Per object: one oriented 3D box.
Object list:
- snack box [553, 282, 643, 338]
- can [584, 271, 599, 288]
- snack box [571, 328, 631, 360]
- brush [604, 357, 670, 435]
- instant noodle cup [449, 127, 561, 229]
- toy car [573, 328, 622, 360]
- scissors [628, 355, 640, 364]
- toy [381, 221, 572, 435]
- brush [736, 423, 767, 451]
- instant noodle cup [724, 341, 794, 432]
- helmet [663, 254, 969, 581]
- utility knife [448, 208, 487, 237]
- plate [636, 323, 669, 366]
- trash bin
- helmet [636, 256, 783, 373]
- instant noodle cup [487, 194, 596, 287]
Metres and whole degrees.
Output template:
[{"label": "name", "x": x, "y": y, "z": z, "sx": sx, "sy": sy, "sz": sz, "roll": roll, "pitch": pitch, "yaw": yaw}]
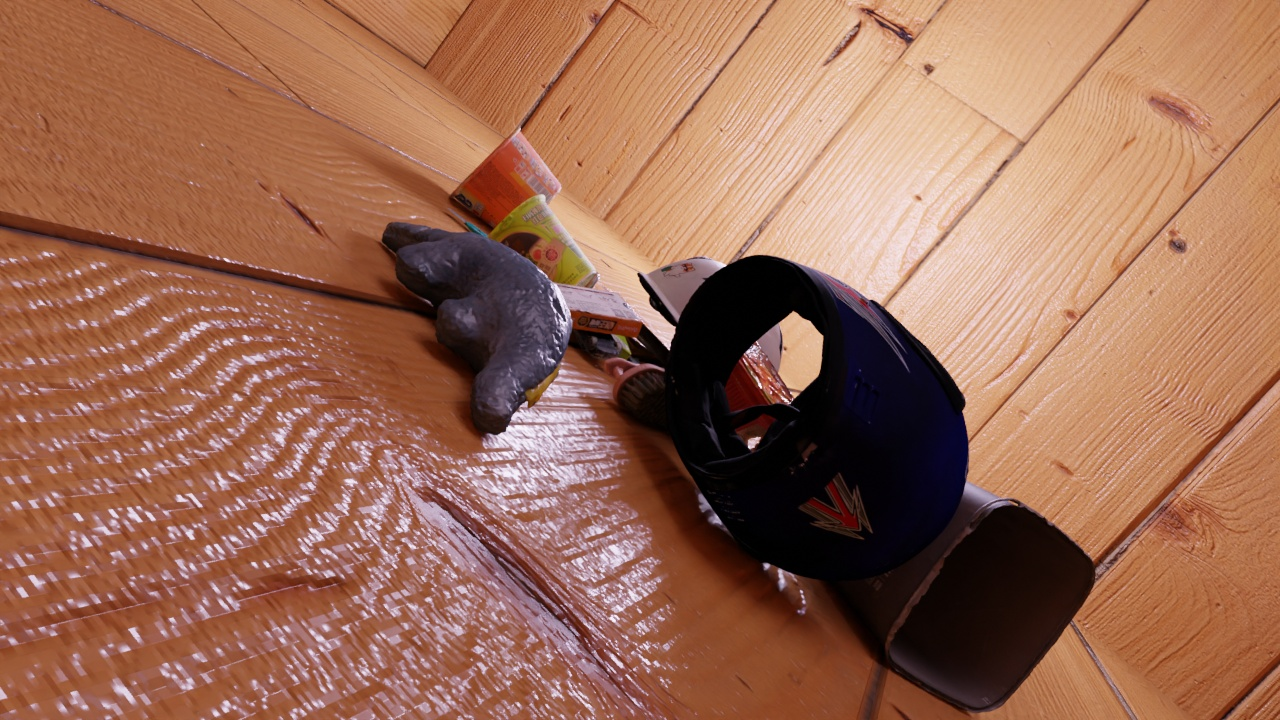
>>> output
[{"label": "snack box", "x": -0.077, "y": -0.064, "z": 1.103, "sx": 0.153, "sy": 0.026, "sz": 0.075, "roll": 7, "pitch": 27, "yaw": -34}, {"label": "can", "x": -0.120, "y": -0.138, "z": 1.350, "sx": 0.116, "sy": 0.058, "sz": 0.058, "roll": 38, "pitch": 9, "yaw": -5}, {"label": "snack box", "x": -0.059, "y": -0.046, "z": 1.238, "sx": 0.086, "sy": 0.026, "sz": 0.156, "roll": 38, "pitch": 9, "yaw": -16}, {"label": "brush", "x": 0.014, "y": 0.035, "z": 1.024, "sx": 0.073, "sy": 0.063, "sz": 0.145, "roll": 50, "pitch": 15, "yaw": 32}, {"label": "instant noodle cup", "x": -0.202, "y": -0.267, "z": 1.416, "sx": 0.111, "sy": 0.151, "sz": 0.151, "roll": 45, "pitch": 7, "yaw": -16}, {"label": "toy car", "x": -0.055, "y": -0.025, "z": 1.115, "sx": 0.043, "sy": 0.034, "sz": 0.090, "roll": 14, "pitch": 22, "yaw": -30}, {"label": "scissors", "x": -0.010, "y": 0.006, "z": 1.238, "sx": 0.073, "sy": 0.017, "sz": 0.137, "roll": 25, "pitch": 10, "yaw": -24}, {"label": "toy", "x": -0.134, "y": -0.045, "z": 0.785, "sx": 0.137, "sy": 0.091, "sz": 0.356, "roll": -1, "pitch": 30, "yaw": -31}, {"label": "brush", "x": 0.218, "y": 0.059, "z": 1.170, "sx": 0.083, "sy": 0.254, "sz": 0.046, "roll": 57, "pitch": -1, "yaw": 27}, {"label": "instant noodle cup", "x": 0.111, "y": 0.011, "z": 1.070, "sx": 0.189, "sy": 0.079, "sz": 0.164, "roll": 55, "pitch": 16, "yaw": 1}, {"label": "helmet", "x": 0.171, "y": 0.060, "z": 0.868, "sx": 0.240, "sy": 0.248, "sz": 0.315, "roll": 35, "pitch": 22, "yaw": -28}, {"label": "utility knife", "x": -0.196, "y": -0.157, "z": 1.282, "sx": 0.182, "sy": 0.013, "sz": 0.029, "roll": 37, "pitch": 8, "yaw": -11}, {"label": "plate", "x": 0.004, "y": -0.041, "z": 1.395, "sx": 0.179, "sy": 0.024, "sz": 0.179, "roll": 45, "pitch": 2, "yaw": -3}, {"label": "trash bin", "x": 0.300, "y": 0.205, "z": 0.961, "sx": 0.198, "sy": 0.199, "sz": 0.220, "roll": 34, "pitch": 4, "yaw": -28}, {"label": "helmet", "x": 0.121, "y": -0.049, "z": 1.357, "sx": 0.274, "sy": 0.157, "sz": 0.230, "roll": 61, "pitch": -3, "yaw": -34}, {"label": "instant noodle cup", "x": -0.124, "y": -0.132, "z": 1.182, "sx": 0.123, "sy": 0.112, "sz": 0.111, "roll": 47, "pitch": 9, "yaw": 1}]
